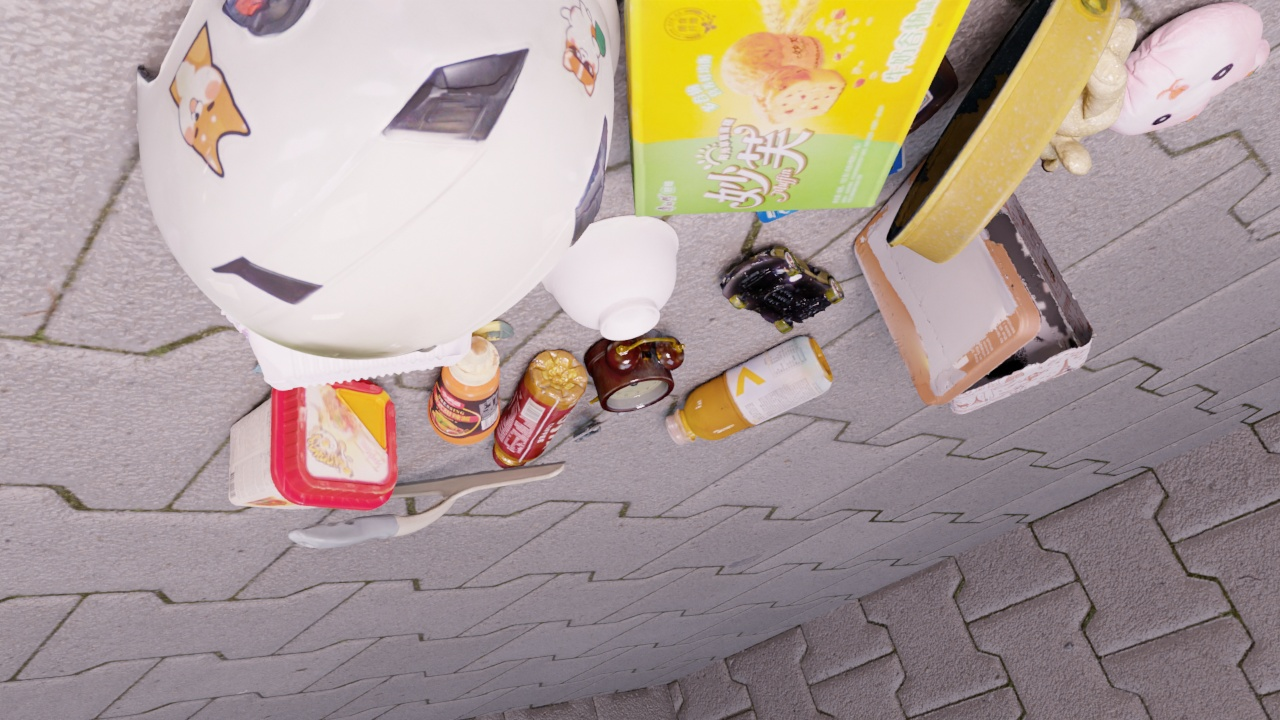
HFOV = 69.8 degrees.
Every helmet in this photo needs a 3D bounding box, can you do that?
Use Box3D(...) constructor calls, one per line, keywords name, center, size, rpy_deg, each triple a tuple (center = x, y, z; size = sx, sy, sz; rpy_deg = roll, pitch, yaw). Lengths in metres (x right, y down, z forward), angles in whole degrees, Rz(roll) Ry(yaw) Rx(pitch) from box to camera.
Box3D(name="helmet", center=(-0.128, -0.089, 0.480), size=(0.275, 0.156, 0.230), rpy_deg=(-21, 156, 24))

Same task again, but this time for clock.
Box3D(name="clock", center=(-0.005, 0.005, 0.882), size=(0.082, 0.055, 0.122), rpy_deg=(-3, 153, -27))

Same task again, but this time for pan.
Box3D(name="pan", center=(0.239, -0.212, 0.539), size=(0.197, 0.078, 0.359), rpy_deg=(-56, 175, -44))

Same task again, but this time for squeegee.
Box3D(name="squeegee", center=(-0.231, 0.148, 0.866), size=(0.247, 0.039, 0.246), rpy_deg=(-10, 180, 27))

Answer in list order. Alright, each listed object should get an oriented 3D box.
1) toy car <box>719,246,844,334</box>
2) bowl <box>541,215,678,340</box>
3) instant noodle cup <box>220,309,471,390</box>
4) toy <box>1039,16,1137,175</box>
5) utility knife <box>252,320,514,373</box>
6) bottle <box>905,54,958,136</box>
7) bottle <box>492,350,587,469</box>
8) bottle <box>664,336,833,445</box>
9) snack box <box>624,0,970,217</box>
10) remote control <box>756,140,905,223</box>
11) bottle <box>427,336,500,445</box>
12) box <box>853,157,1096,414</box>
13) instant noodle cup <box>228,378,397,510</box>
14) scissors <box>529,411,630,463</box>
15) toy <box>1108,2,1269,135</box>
Box3D(name="toy car", center=(0.130, -0.068, 0.840), size=(0.070, 0.042, 0.158), rpy_deg=(-32, 152, 26))
Box3D(name="bowl", center=(-0.016, -0.056, 0.745), size=(0.118, 0.064, 0.118), rpy_deg=(-15, 154, -8))
Box3D(name="instant noodle cup", center=(-0.197, -0.018, 0.656), size=(0.173, 0.060, 0.138), rpy_deg=(-7, 177, -17))
Box3D(name="toy", center=(0.311, -0.188, 0.656), size=(0.066, 0.105, 0.157), rpy_deg=(7, 173, 8))
Box3D(name="utility knife", center=(-0.211, -0.013, 0.770), size=(0.216, 0.022, 0.031), rpy_deg=(-5, 147, -15))
Box3D(name="bottle", center=(0.126, -0.197, 0.584), size=(0.194, 0.044, 0.080), rpy_deg=(11, 139, -44))
Box3D(name="bottle", center=(-0.107, 0.056, 0.916), size=(0.057, 0.057, 0.175), rpy_deg=(-3, 151, -28))
Box3D(name="bottle", center=(0.116, 0.039, 1.012), size=(0.190, 0.068, 0.068), rpy_deg=(-27, 153, 19))
Box3D(name="snack box", center=(0.071, -0.159, 0.502), size=(0.157, 0.070, 0.210), rpy_deg=(-3, 160, 0))
Box3D(name="remote control", center=(0.146, -0.147, 0.715), size=(0.125, 0.024, 0.049), rpy_deg=(-20, 154, 7))
Box3D(name="bottle", center=(-0.150, 0.022, 0.804), size=(0.066, 0.066, 0.150), rpy_deg=(-8, 155, -20))
Box3D(name="box", center=(0.274, -0.068, 0.780), size=(0.152, 0.182, 0.174), rpy_deg=(-25, 157, 12))
Box3D(name="instant noodle cup", center=(-0.290, 0.079, 0.797), size=(0.124, 0.116, 0.116), rpy_deg=(-20, 157, 33))
Box3D(name="scissors", center=(-0.043, 0.068, 0.962), size=(0.159, 0.014, 0.179), rpy_deg=(-31, 178, -4))
Box3D(name="toy", center=(0.431, -0.225, 0.718), size=(0.159, 0.054, 0.122), rpy_deg=(-8, 154, -37))
